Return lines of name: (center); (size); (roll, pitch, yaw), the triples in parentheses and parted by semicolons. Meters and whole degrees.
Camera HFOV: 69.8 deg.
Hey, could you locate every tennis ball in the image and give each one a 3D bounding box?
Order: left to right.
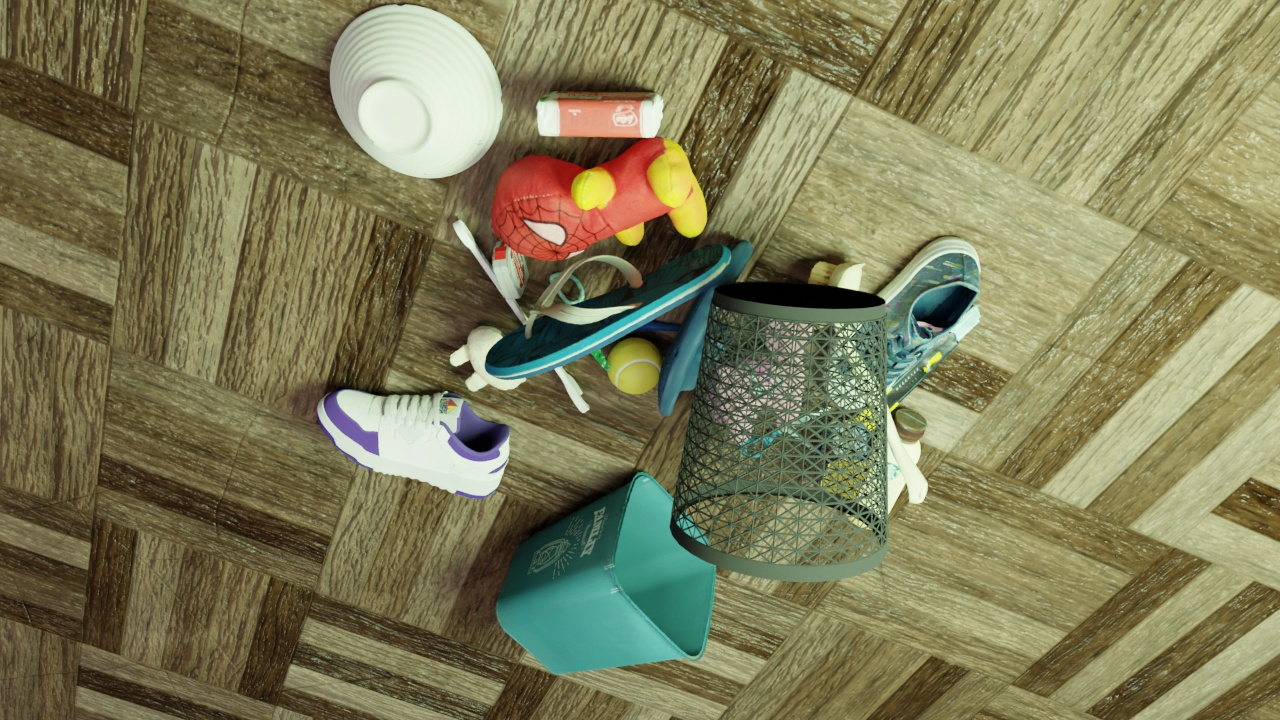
tennis ball: (-0.006, 0.006, 1.056); (0.065, 0.065, 0.065); (3, 125, 4)

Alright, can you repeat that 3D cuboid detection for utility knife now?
utility knife: (0.317, 0.011, 1.052); (0.028, 0.020, 0.204); (28, 122, -15)

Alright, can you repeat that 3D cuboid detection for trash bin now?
trash bin: (-0.048, 0.294, 1.197); (0.219, 0.196, 0.199); (-25, 118, 29)
trash bin: (0.144, 0.055, 0.899); (0.217, 0.216, 0.243); (4, 103, 4)

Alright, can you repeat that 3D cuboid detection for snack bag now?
snack bag: (-0.038, -0.237, 0.882); (0.116, 0.076, 0.036); (2, 113, 5)

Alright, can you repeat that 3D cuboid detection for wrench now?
wrench: (-0.133, -0.046, 1.050); (0.009, 0.047, 0.273); (-31, 116, 4)

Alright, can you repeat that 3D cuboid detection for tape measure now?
tape measure: (-0.143, -0.103, 1.000); (0.020, 0.062, 0.060); (-6, 127, 10)

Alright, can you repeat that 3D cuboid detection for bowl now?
bowl: (-0.230, -0.249, 0.901); (0.177, 0.070, 0.178); (3, 125, 5)

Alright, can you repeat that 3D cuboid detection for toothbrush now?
toothbrush: (0.009, -0.038, 1.053); (0.190, 0.017, 0.016); (5, 120, 3)

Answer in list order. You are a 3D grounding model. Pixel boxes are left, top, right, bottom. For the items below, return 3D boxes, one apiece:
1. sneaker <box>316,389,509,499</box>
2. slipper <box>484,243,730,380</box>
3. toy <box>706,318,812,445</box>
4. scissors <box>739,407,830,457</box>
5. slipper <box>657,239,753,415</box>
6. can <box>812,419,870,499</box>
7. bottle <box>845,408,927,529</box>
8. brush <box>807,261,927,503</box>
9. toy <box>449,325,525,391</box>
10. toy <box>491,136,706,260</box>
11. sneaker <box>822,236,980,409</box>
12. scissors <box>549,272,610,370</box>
sneaker: (-0.270, 0.081, 1.128); (0.244, 0.091, 0.111); (24, 123, -15)
slipper: (-0.048, -0.059, 0.939); (0.295, 0.118, 0.060); (-24, 119, 17)
toy: (0.137, 0.010, 1.024); (0.123, 0.067, 0.158); (-12, 122, -22)
scissors: (0.171, 0.076, 1.116); (0.128, 0.014, 0.133); (-20, 120, 17)
slipper: (0.072, -0.029, 0.985); (0.059, 0.103, 0.214); (27, 109, 1)
can: (0.240, 0.124, 1.101); (0.054, 0.058, 0.100); (7, 139, 1)
bottle: (0.298, 0.132, 1.114); (0.056, 0.056, 0.162); (13, 125, -3)
brush: (0.241, 0.020, 0.963); (0.078, 0.061, 0.272); (-26, 82, 50)
toy: (-0.167, -0.004, 1.078); (0.112, 0.050, 0.087); (-26, 116, 17)
toy: (-0.048, -0.160, 0.923); (0.216, 0.098, 0.147); (-8, 156, 13)
sneaker: (0.278, -0.026, 0.993); (0.087, 0.079, 0.236); (26, 124, -12)
scissors: (-0.072, -0.042, 1.031); (0.125, 0.011, 0.131); (-22, 93, 1)
